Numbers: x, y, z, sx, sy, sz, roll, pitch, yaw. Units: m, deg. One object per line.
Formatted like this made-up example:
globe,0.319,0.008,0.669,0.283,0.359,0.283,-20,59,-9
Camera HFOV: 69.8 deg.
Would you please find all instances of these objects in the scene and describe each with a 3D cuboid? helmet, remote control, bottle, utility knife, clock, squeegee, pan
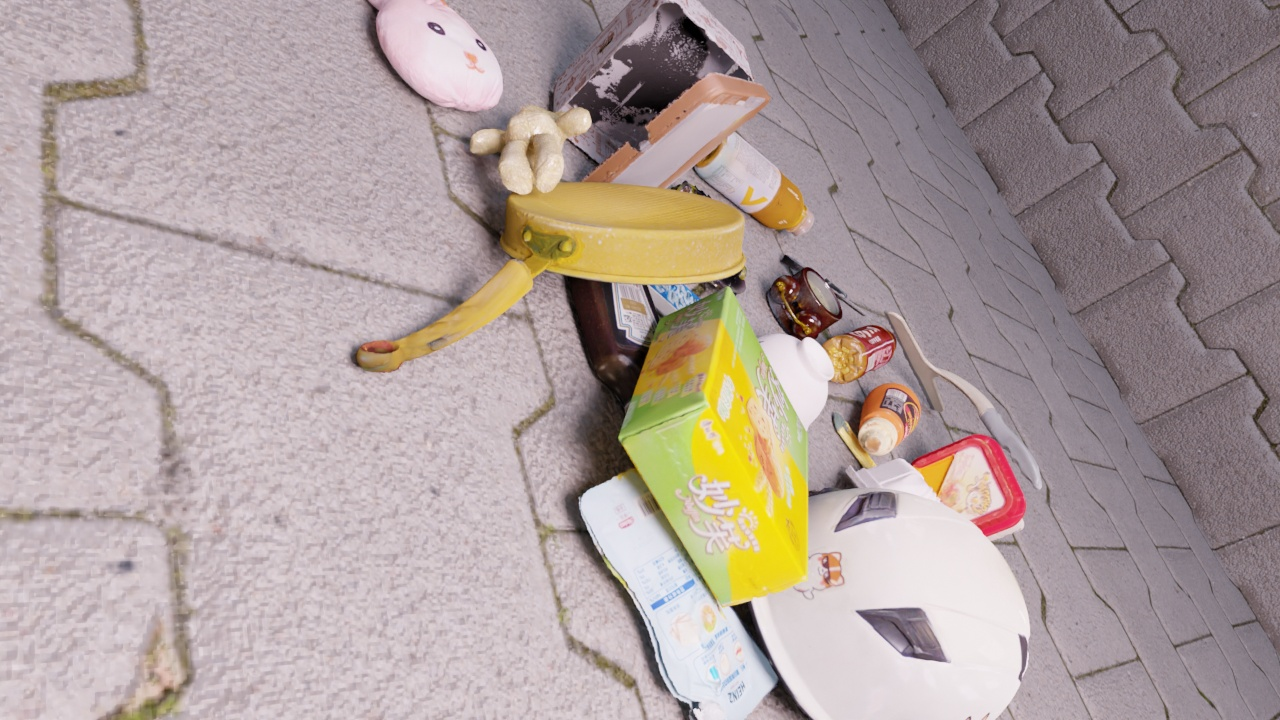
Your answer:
helmet,0.218,0.199,0.739,0.274,0.157,0.229,36,33,-41
remote control,0.012,-0.073,0.876,0.125,0.024,0.048,40,33,-24
bottle,0.280,0.073,1.051,0.067,0.067,0.149,55,28,1
utility knife,0.281,0.150,1.038,0.216,0.022,0.030,57,36,-3
clock,0.190,-0.064,1.078,0.082,0.055,0.121,60,28,8
squeegee,0.419,0.065,1.133,0.246,0.039,0.246,49,5,-45
bottle,-0.005,0.004,0.759,0.079,0.044,0.194,10,52,-45
bottle,0.276,-0.012,1.142,0.174,0.058,0.057,-15,72,-58
pan,-0.061,-0.070,0.681,0.356,0.198,0.078,-22,123,-50
bottle,0.149,-0.219,1.162,0.189,0.068,0.067,30,38,-34

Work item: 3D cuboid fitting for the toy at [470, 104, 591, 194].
toy,-0.088,-0.176,0.768,0.157,0.105,0.066,-99,170,-62

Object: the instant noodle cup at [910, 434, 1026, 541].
instant noodle cup,0.393,0.166,1.088,0.124,0.117,0.116,35,34,-50

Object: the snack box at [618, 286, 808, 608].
snack box,0.065,0.057,0.699,0.158,0.070,0.209,60,22,-18

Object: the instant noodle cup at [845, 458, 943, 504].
instant noodle cup,0.286,0.173,0.926,0.173,0.060,0.138,55,6,-1

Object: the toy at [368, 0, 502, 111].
toy,-0.182,-0.278,0.790,0.121,0.054,0.159,-4,55,-55

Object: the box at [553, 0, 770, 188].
box,0.017,-0.236,0.895,0.152,0.183,0.174,34,33,-28

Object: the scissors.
scissors,0.251,-0.084,1.165,0.159,0.014,0.179,30,12,-12

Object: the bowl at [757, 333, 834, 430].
bowl,0.160,0.013,0.954,0.118,0.065,0.118,33,37,-30

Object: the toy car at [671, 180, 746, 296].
toy car,0.072,-0.132,0.998,0.070,0.042,0.158,23,42,-41

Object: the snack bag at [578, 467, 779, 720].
snack bag,0.027,0.166,0.647,0.191,0.039,0.110,61,24,7
